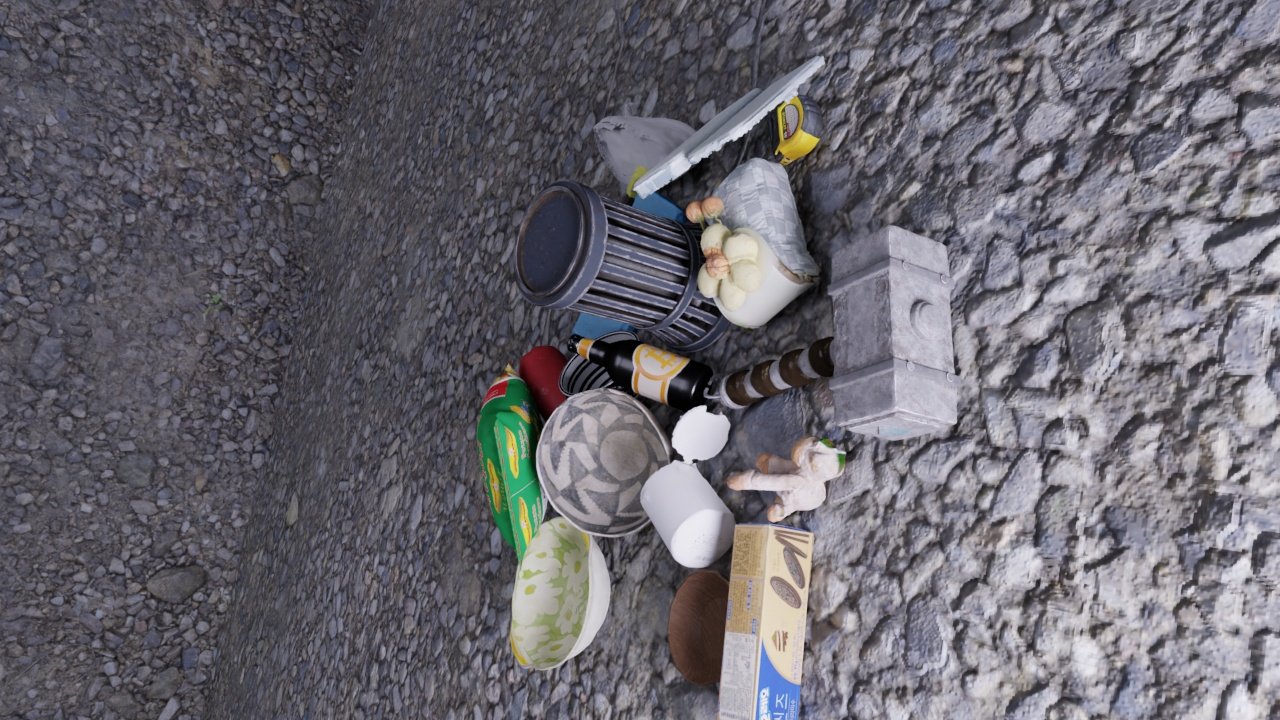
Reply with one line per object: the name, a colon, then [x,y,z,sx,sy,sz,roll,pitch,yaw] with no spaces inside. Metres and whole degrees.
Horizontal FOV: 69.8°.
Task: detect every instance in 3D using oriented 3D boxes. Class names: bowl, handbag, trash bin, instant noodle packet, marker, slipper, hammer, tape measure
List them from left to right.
instant noodle packet: [-0.169,0.128,1.226,0.252,0.090,0.196,-102,4,-70]
bowl: [-0.093,0.297,1.170,0.220,0.060,0.188,-63,35,18]
bowl: [-0.037,0.026,1.182,0.120,0.066,0.120,-25,32,16]
bowl: [-0.031,0.119,1.112,0.179,0.081,0.178,2,96,26]
trash bin: [-0.017,-0.109,1.051,0.165,0.227,0.164,-14,71,46]
marker: [-0.014,-0.224,1.263,0.017,0.021,0.124,55,155,11]
slipper: [0.004,-0.296,1.258,0.247,0.074,0.112,27,130,58]
bowl: [0.076,0.278,0.957,0.118,0.030,0.117,-27,56,48]
handbag: [0.112,-0.133,0.988,0.113,0.123,0.171,-42,51,48]
tape measure: [0.175,-0.259,1.023,0.064,0.037,0.065,-37,50,43]
hammer: [0.163,0.006,0.908,0.327,0.079,0.176,-26,57,55]

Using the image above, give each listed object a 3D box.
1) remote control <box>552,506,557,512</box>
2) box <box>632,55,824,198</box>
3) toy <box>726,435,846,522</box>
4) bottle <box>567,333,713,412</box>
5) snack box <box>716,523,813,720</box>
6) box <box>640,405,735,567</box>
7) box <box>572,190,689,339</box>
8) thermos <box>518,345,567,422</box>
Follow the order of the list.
remote control: [-0.080,0.190,1.236,0.131,0.012,0.033,-10,71,54]
box: [0.099,-0.266,1.039,0.208,0.037,0.189,-46,12,-35]
toy: [0.148,0.108,0.880,0.106,0.085,0.074,-35,71,32]
bottle: [-0.006,0.006,1.084,0.182,0.059,0.059,20,95,23]
snack box: [0.119,0.263,0.879,0.056,0.057,0.206,-13,67,57]
box: [0.066,0.136,0.987,0.106,0.080,0.150,49,121,53]
box: [-0.008,-0.113,1.240,0.093,0.052,0.232,39,111,37]
thermos: [-0.101,0.065,1.264,0.073,0.073,0.240,-62,36,19]
